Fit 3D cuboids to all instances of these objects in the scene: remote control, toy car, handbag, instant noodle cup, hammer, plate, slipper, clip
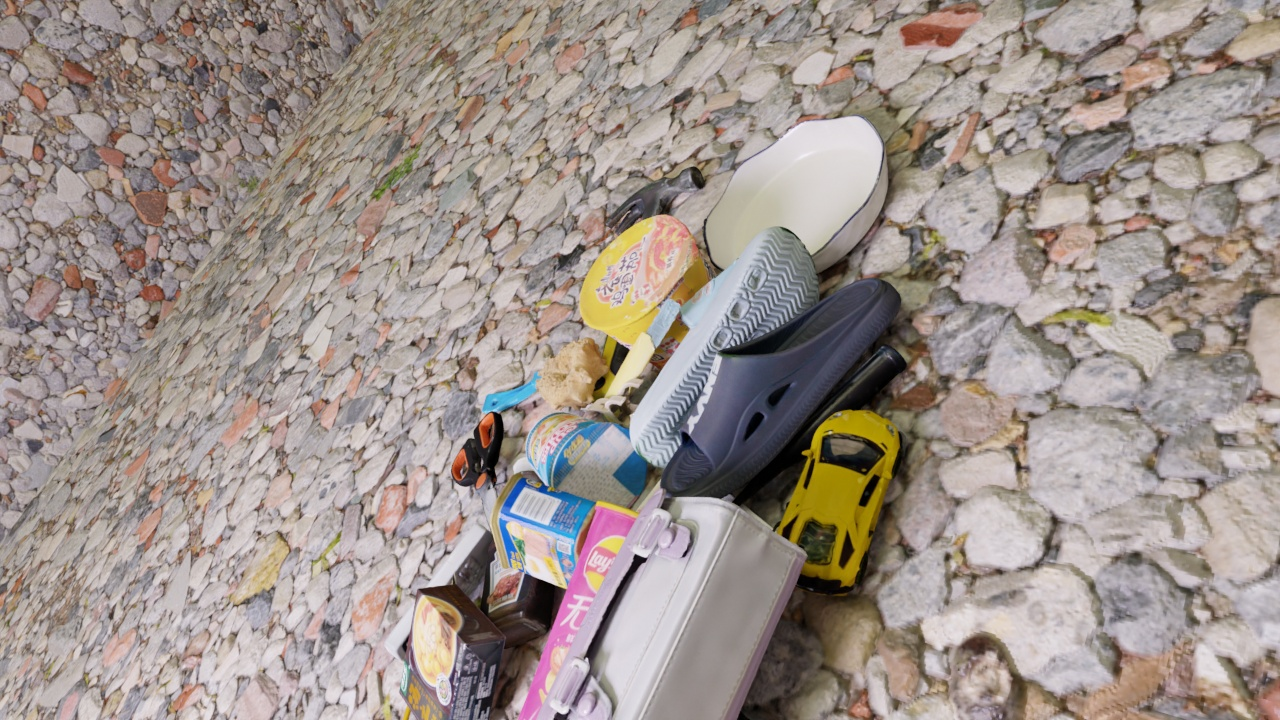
[{"bbox_3d":[-0.196,0.233,0.919,0.021,0.058,0.149,28,69,21],"label":"remote control"},{"bbox_3d":[0.147,0.101,0.688,0.071,0.041,0.155,16,65,27],"label":"toy car"},{"bbox_3d":[0.011,0.194,0.641,0.196,0.098,0.145,-61,18,-18],"label":"handbag"},{"bbox_3d":[0.024,-0.059,0.925,0.138,0.110,0.137,-28,40,26],"label":"instant noodle cup"},{"bbox_3d":[-0.008,-0.086,1.052,0.126,0.032,0.322,-16,47,37],"label":"hammer"},{"bbox_3d":[0.159,-0.157,0.929,0.205,0.045,0.204,-29,39,27],"label":"plate"},{"bbox_3d":[0.101,0.009,0.770,0.268,0.083,0.111,-44,15,-9],"label":"slipper"},{"bbox_3d":[-0.062,0.097,0.895,0.099,0.099,0.110,-55,29,-9],"label":"instant noodle cup"},{"bbox_3d":[-0.018,0.047,0.890,0.034,0.071,0.100,-45,1,-25],"label":"clip"},{"bbox_3d":[0.073,-0.011,0.843,0.245,0.104,0.074,-54,34,4],"label":"slipper"}]

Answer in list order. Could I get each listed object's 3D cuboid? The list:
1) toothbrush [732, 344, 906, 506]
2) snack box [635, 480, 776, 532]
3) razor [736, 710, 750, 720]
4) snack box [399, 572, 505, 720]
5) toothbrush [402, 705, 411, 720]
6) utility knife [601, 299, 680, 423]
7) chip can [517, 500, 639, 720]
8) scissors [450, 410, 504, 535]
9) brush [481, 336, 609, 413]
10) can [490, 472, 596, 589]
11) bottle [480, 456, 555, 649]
[{"bbox_3d":[0.130,0.066,0.747,0.212,0.026,0.027,-42,29,-2],"label":"toothbrush"},{"bbox_3d":[0.055,0.149,0.771,0.084,0.027,0.157,-51,36,-3],"label":"snack box"},{"bbox_3d":[0.045,0.252,0.673,0.167,0.062,0.068,-115,39,-57],"label":"razor"},{"bbox_3d":[-0.176,0.275,0.844,0.126,0.053,0.113,25,107,49],"label":"snack box"},{"bbox_3d":[-0.212,0.302,0.925,0.016,0.018,0.190,-17,44,34],"label":"toothbrush"},{"bbox_3d":[-0.005,0.005,0.881,0.031,0.021,0.211,58,150,21],"label":"utility knife"},{"bbox_3d":[-0.039,0.223,0.738,0.071,0.071,0.210,6,71,49],"label":"chip can"},{"bbox_3d":[-0.175,0.141,1.000,0.142,0.021,0.234,-44,27,27],"label":"scissors"},{"bbox_3d":[-0.117,0.031,1.032,0.255,0.046,0.083,-19,52,54],"label":"brush"},{"bbox_3d":[-0.079,0.156,0.815,0.083,0.102,0.057,16,50,17],"label":"can"},{"bbox_3d":[-0.116,0.182,0.909,0.080,0.044,0.194,-29,39,28],"label":"bottle"}]
